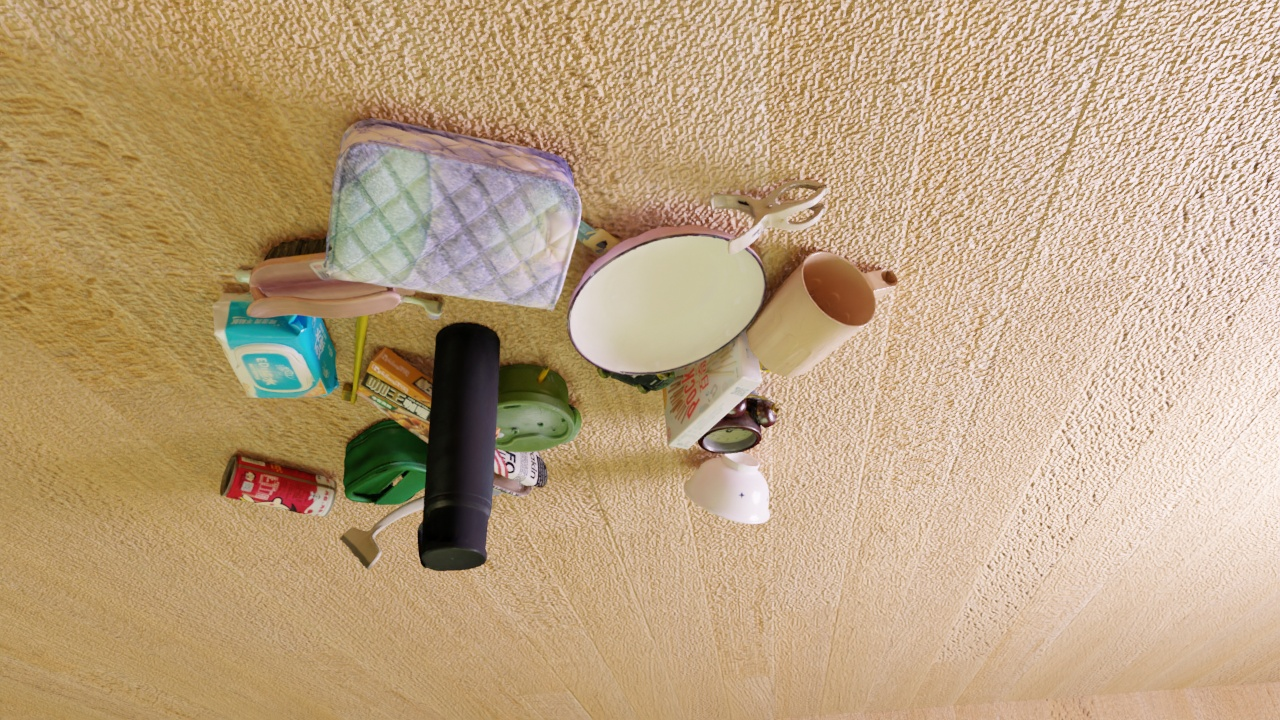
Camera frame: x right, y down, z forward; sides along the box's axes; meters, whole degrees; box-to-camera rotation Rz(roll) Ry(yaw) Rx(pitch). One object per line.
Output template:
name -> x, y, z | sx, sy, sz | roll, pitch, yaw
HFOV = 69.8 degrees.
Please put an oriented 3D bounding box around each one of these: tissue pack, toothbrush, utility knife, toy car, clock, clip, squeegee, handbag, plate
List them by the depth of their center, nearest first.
handbag -> -0.149, -0.114, 0.743 | 0.193, 0.075, 0.134 | 9, 122, -16
clip -> 0.113, -0.129, 0.790 | 0.097, 0.060, 0.034 | -16, 148, -1
plate -> 0.022, -0.060, 0.863 | 0.192, 0.039, 0.193 | -11, 143, -9
utility knife -> -0.011, -0.090, 0.864 | 0.031, 0.019, 0.177 | -30, 134, 26
toothbrush -> -0.284, -0.064, 0.874 | 0.189, 0.029, 0.020 | 10, 103, -17
tissue pack -> -0.357, -0.012, 0.907 | 0.090, 0.063, 0.140 | 0, 147, -4
toothbrush -> -0.300, -0.006, 0.965 | 0.016, 0.015, 0.191 | 14, 144, -13
toy car -> -0.006, 0.006, 0.987 | 0.091, 0.036, 0.043 | 20, 142, -32
clock -> -0.130, 0.062, 1.047 | 0.116, 0.056, 0.161 | -7, 147, 7
clock -> 0.109, 0.065, 1.070 | 0.082, 0.055, 0.122 | 16, 145, -26
handbag -> -0.298, 0.130, 1.138 | 0.132, 0.068, 0.120 | -30, 147, 33
squeegee -> -0.260, 0.189, 1.194 | 0.246, 0.039, 0.247 | -18, -175, -24

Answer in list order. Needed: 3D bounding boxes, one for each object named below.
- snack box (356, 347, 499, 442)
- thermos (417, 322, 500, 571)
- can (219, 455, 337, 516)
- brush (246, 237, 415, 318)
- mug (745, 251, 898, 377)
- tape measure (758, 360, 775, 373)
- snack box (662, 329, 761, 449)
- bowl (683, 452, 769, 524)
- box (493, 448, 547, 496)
snack box -> -0.230, 0.055, 0.994 | 0.153, 0.026, 0.075 | 36, 139, -5
thermos -> -0.185, 0.084, 0.906 | 0.090, 0.242, 0.068 | -25, 141, 32
can -> -0.462, 0.163, 1.177 | 0.132, 0.053, 0.053 | 21, 140, -32
brush -> -0.278, -0.072, 0.814 | 0.146, 0.073, 0.063 | -5, 148, 7
mug -> 0.177, -0.046, 0.897 | 0.124, 0.084, 0.104 | -14, 159, -35
tape measure -> 0.142, -0.012, 0.952 | 0.057, 0.060, 0.029 | 8, 144, -26
snack box -> 0.072, 0.023, 0.976 | 0.026, 0.084, 0.157 | 12, 144, -25
bowl -> 0.121, 0.155, 1.190 | 0.118, 0.118, 0.065 | 12, 105, -23
box -> -0.190, 0.119, 1.126 | 0.077, 0.074, 0.163 | -35, 137, 29
